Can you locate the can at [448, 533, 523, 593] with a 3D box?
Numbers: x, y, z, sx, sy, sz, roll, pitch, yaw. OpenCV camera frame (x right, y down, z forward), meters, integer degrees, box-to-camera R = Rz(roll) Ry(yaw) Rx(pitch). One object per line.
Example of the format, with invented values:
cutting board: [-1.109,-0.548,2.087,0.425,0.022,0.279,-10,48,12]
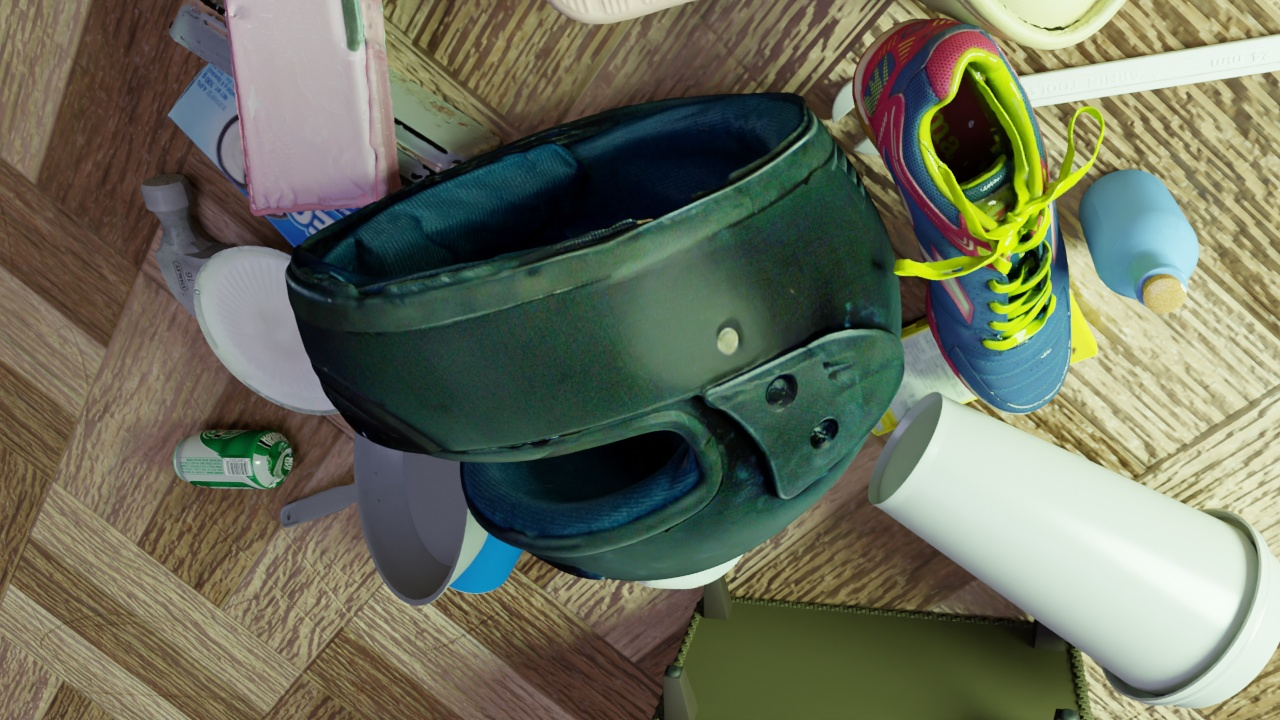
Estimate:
can: [-0.120,0.118,0.743,0.079,0.078,0.146,31,123,1]

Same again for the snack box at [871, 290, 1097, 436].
snack box: [0.206,-0.005,0.592,0.149,0.025,0.061,-25,107,29]

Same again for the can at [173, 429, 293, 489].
can: [-0.366,0.089,0.828,0.101,0.053,0.053,-1,117,20]

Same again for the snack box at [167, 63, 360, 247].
snack box: [-0.225,-0.109,0.642,0.059,0.059,0.226,-43,88,10]

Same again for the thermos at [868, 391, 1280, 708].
thermos: [0.260,0.110,0.571,0.222,0.131,0.132,30,123,0]

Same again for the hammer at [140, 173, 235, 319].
hammer: [-0.235,-0.066,0.711,0.313,0.035,0.139,6,121,16]

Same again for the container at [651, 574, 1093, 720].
container: [0.170,0.282,0.679,0.321,0.176,0.205,0,114,19]

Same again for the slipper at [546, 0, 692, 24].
slipper: [0.032,-0.247,0.491,0.197,0.081,0.093,-22,131,5]

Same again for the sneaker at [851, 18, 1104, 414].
sneaker: [0.181,-0.057,0.476,0.116,0.091,0.242,-33,116,-1]

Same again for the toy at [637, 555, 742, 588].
toy: [0.043,0.090,0.666,0.139,0.101,0.180,40,106,-19]

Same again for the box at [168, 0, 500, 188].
box: [-0.202,-0.176,0.609,0.216,0.081,0.063,32,107,1]

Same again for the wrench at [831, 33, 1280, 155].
wrench: [0.244,-0.154,0.507,0.274,0.009,0.047,-4,116,21]

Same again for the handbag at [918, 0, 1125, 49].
handbag: [0.145,-0.263,0.404,0.232,0.088,0.191,22,113,-23]

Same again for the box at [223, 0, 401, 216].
box: [-0.200,-0.205,0.544,0.098,0.037,0.233,-2,99,6]

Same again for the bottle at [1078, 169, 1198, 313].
bottle: [0.262,-0.059,0.480,0.048,0.130,0.048,8,120,15]

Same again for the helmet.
helmet: [-0.003,0.003,0.503,0.249,0.315,0.236,22,132,46]

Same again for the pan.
pan: [-0.218,0.104,0.758,0.358,0.050,0.200,-24,72,49]

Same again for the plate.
plate: [-0.279,-0.022,0.724,0.157,0.014,0.157,10,126,13]
